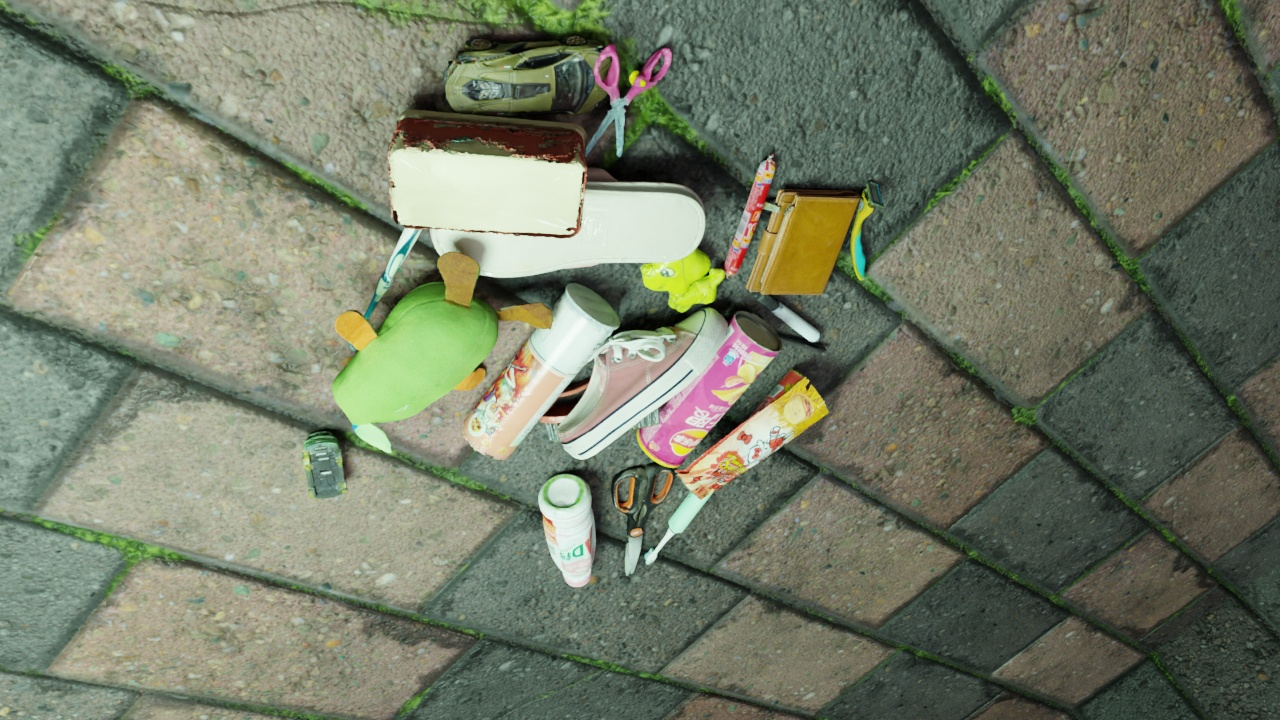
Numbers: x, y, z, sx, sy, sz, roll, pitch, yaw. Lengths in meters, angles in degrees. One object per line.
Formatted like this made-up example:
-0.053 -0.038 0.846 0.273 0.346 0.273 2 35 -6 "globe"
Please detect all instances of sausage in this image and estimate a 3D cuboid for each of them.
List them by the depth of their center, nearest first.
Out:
0.120 -0.156 1.011 0.020 0.020 0.156 0 129 -24 "sausage"

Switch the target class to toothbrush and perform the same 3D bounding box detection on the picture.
-0.251 -0.082 0.916 0.016 0.018 0.192 16 122 -34 "toothbrush"
0.163 -0.028 1.145 0.181 0.015 0.018 11 130 -30 "toothbrush"
0.066 0.215 1.307 0.026 0.027 0.225 18 120 -30 "toothbrush"

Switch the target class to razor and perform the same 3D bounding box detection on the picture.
0.262 -0.145 1.077 0.028 0.043 0.133 -4 138 1 "razor"

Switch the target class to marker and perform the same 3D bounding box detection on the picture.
0.182 -0.055 1.127 0.018 0.022 0.130 -36 137 25 "marker"

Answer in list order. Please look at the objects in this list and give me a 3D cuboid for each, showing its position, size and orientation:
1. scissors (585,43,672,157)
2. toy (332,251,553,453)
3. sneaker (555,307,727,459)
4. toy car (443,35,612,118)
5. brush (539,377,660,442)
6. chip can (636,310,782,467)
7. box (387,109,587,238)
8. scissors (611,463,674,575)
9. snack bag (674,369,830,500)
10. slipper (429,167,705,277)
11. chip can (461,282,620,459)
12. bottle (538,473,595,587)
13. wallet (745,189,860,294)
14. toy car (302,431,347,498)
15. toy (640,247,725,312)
-0.023 -0.243 0.856 0.133 0.017 0.125 -51 153 13 "scissors"
-0.222 -0.011 0.942 0.247 0.090 0.227 -37 146 14 "toy"
-0.006 0.006 1.035 0.240 0.118 0.088 -40 107 -14 "sneaker"
-0.097 -0.251 0.822 0.158 0.042 0.070 -12 133 -17 "toy car"
-0.051 0.052 1.096 0.145 0.063 0.069 -10 101 -13 "brush"
0.082 0.038 1.115 0.071 0.071 0.211 17 125 -34 "chip can"
-0.132 -0.159 0.804 0.168 0.079 0.091 3 133 -8 "box"
0.010 0.229 1.297 0.136 0.021 0.235 -23 134 -4 "scissors"
0.142 0.102 1.190 0.208 0.073 0.128 -39 155 1 "snack bag"
-0.071 -0.140 0.917 0.274 0.054 0.114 -4 127 -7 "slipper"
-0.114 0.016 1.024 0.071 0.071 0.215 23 117 -37 "chip can"
-0.092 0.235 1.230 0.068 0.068 0.197 -15 136 -11 "bottle"
0.181 -0.133 1.047 0.119 0.035 0.131 -1 127 -23 "wallet"
-0.355 0.119 1.033 0.043 0.036 0.091 -8 130 -19 "toy car"
0.049 -0.095 1.027 0.096 0.031 0.100 -18 138 -7 "toy"
